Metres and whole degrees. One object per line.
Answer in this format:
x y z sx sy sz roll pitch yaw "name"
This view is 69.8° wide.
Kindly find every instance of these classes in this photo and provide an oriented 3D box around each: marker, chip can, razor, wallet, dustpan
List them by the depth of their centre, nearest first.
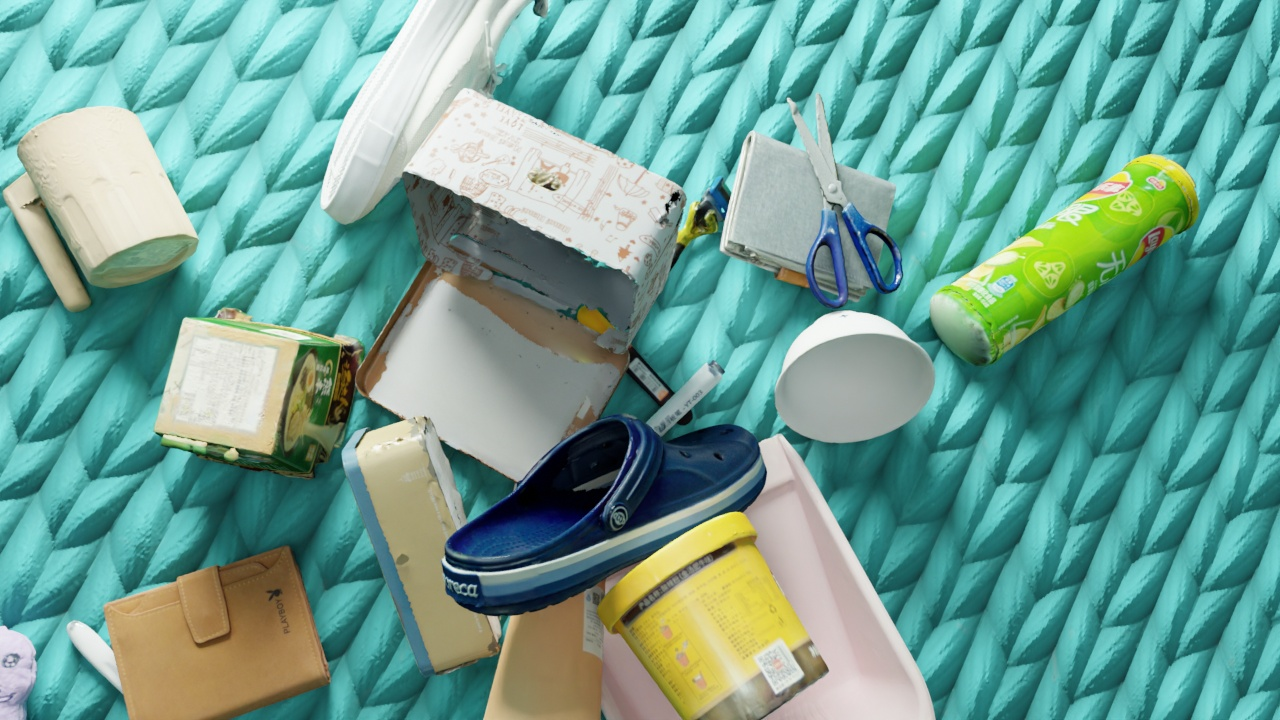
0.077 0.205 0.641 0.222 0.139 0.273 -27 87 -7 "dustpan"
-0.301 0.202 0.656 0.131 0.031 0.107 -16 83 -14 "wallet"
0.015 0.050 0.706 0.130 0.018 0.022 -44 116 0 "marker"
-0.004 0.004 0.719 0.018 0.015 0.124 -44 91 -6 "marker"
0.025 -0.081 0.729 0.142 0.022 0.042 -51 134 -5 "razor"
0.334 -0.078 0.730 0.221 0.072 0.072 -33 87 -8 "chip can"
0.132 -0.111 0.732 0.129 0.037 0.106 17 83 -15 "wallet"

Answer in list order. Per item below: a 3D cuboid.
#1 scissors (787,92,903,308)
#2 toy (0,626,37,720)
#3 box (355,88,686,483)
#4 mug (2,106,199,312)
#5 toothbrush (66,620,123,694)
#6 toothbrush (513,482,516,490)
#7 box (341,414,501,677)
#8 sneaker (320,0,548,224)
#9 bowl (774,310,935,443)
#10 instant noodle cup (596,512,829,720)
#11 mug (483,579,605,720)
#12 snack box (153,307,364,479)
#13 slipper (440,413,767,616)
0.160 -0.124 0.715 0.140 0.012 0.171 16 82 -15 "scissors"
-0.458 0.239 0.638 0.084 0.039 0.108 6 84 2 "toy"
-0.091 -0.045 0.634 0.180 0.156 0.226 29 83 6 "box"
-0.398 -0.107 0.669 0.125 0.084 0.103 -29 88 16 "mug"
-0.349 0.254 0.657 0.016 0.016 0.180 -43 88 -15 "toothbrush"
-0.097 0.177 0.690 0.018 0.016 0.191 1 84 3 "toothbrush"
-0.151 0.119 0.638 0.059 0.090 0.184 -20 98 -6 "box"
-0.153 -0.201 0.700 0.090 0.089 0.242 30 93 -32 "sneaker"
0.158 0.001 0.702 0.118 0.118 0.064 5 44 -5 "bowl"
0.051 0.178 0.593 0.118 0.118 0.114 -32 67 -8 "instant noodle cup"
-0.059 0.195 0.621 0.078 0.078 0.122 10 56 -4 "mug"
-0.272 0.020 0.646 0.118 0.106 0.117 12 82 -5 "snack box"
-0.024 0.084 0.615 0.252 0.105 0.095 -19 109 -39 "slipper"
